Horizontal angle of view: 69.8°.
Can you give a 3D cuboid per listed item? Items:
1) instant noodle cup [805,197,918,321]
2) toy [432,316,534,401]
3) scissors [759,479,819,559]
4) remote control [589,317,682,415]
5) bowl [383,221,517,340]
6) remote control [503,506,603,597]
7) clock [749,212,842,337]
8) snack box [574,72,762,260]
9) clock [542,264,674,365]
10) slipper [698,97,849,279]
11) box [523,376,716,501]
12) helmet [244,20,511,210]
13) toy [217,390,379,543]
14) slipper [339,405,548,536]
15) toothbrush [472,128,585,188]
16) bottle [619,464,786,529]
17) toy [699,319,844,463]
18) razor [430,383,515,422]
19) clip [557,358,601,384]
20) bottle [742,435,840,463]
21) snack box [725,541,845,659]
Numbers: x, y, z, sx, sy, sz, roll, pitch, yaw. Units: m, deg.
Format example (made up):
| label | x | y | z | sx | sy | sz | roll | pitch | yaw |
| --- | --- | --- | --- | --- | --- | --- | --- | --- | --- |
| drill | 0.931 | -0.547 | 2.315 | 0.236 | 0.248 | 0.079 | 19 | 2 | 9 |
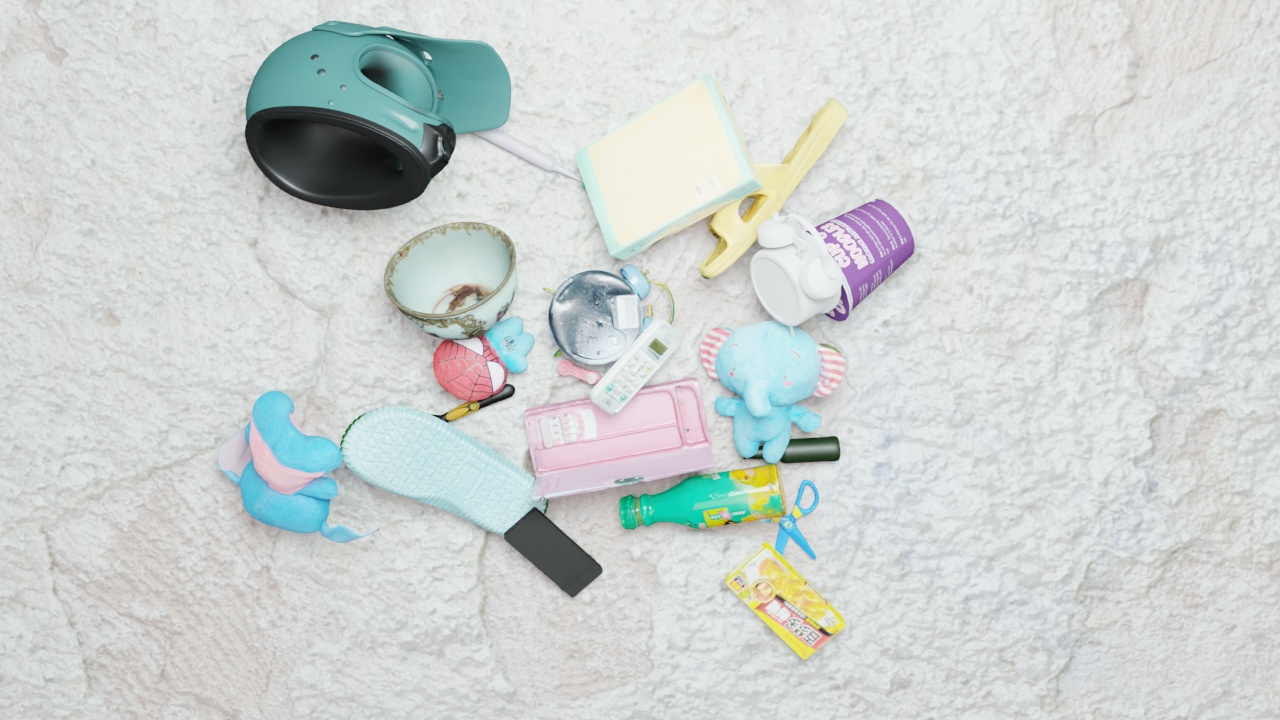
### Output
| label | x | y | z | sx | sy | sz | roll | pitch | yaw |
| --- | --- | --- | --- | --- | --- | --- | --- | --- | --- |
| instant noodle cup | 0.257 | -0.134 | 1.113 | 0.121 | 0.137 | 0.122 | -33 | 123 | -10 |
| toy | -0.196 | -0.003 | 1.154 | 0.133 | 0.062 | 0.092 | -34 | 102 | -6 |
| scissors | 0.187 | 0.212 | 1.204 | 0.123 | 0.016 | 0.125 | 16 | 98 | 3 |
| remote control | -0.007 | 0.007 | 1.123 | 0.133 | 0.022 | 0.050 | -48 | 128 | 4 |
| bowl | -0.219 | -0.082 | 1.114 | 0.160 | 0.159 | 0.094 | -9 | 139 | 1 |
| remote control | -0.112 | 0.250 | 1.194 | 0.058 | 0.013 | 0.133 | -41 | 112 | 5 |
| clock | 0.180 | -0.105 | 1.049 | 0.061 | 0.159 | 0.120 | -30 | 66 | -20 |
| snack box | 0.028 | -0.224 | 1.077 | 0.194 | 0.044 | 0.141 | -26 | 75 | 23 |
| clock | -0.038 | -0.058 | 1.144 | 0.162 | 0.060 | 0.118 | -6 | 99 | 0 |
| slipper | 0.143 | -0.215 | 1.103 | 0.078 | 0.099 | 0.263 | 39 | 93 | -3 |
| box | -0.029 | 0.096 | 1.138 | 0.232 | 0.115 | 0.106 | -9 | 97 | 1 |
| helmet | -0.300 | -0.288 | 1.045 | 0.275 | 0.199 | 0.177 | 7 | 143 | 12 |
| toy | -0.425 | 0.144 | 1.133 | 0.224 | 0.098 | 0.192 | 33 | 131 | 8 |
| slipper | -0.244 | 0.139 | 1.172 | 0.276 | 0.069 | 0.116 | 30 | 97 | -19 |
| toothbrush | -0.139 | -0.256 | 1.137 | 0.188 | 0.018 | 0.019 | 27 | 99 | -3 |
| bottle | 0.078 | 0.180 | 1.172 | 0.210 | 0.068 | 0.068 | -10 | 98 | 9 |
| toy | 0.152 | 0.039 | 1.132 | 0.183 | 0.114 | 0.181 | 11 | 99 | 18 |
| razor | -0.228 | 0.063 | 1.184 | 0.144 | 0.021 | 0.044 | -24 | 97 | 1 |
| clip | -0.075 | 0.014 | 1.177 | 0.060 | 0.045 | 0.023 | 21 | 96 | 30 |
| bottle | 0.193 | 0.117 | 1.181 | 0.123 | 0.033 | 0.033 | -3 | 98 | 1 |
| snack box | 0.191 | 0.317 | 1.209 | 0.152 | 0.025 | 0.075 | 45 | 103 | -5 |
